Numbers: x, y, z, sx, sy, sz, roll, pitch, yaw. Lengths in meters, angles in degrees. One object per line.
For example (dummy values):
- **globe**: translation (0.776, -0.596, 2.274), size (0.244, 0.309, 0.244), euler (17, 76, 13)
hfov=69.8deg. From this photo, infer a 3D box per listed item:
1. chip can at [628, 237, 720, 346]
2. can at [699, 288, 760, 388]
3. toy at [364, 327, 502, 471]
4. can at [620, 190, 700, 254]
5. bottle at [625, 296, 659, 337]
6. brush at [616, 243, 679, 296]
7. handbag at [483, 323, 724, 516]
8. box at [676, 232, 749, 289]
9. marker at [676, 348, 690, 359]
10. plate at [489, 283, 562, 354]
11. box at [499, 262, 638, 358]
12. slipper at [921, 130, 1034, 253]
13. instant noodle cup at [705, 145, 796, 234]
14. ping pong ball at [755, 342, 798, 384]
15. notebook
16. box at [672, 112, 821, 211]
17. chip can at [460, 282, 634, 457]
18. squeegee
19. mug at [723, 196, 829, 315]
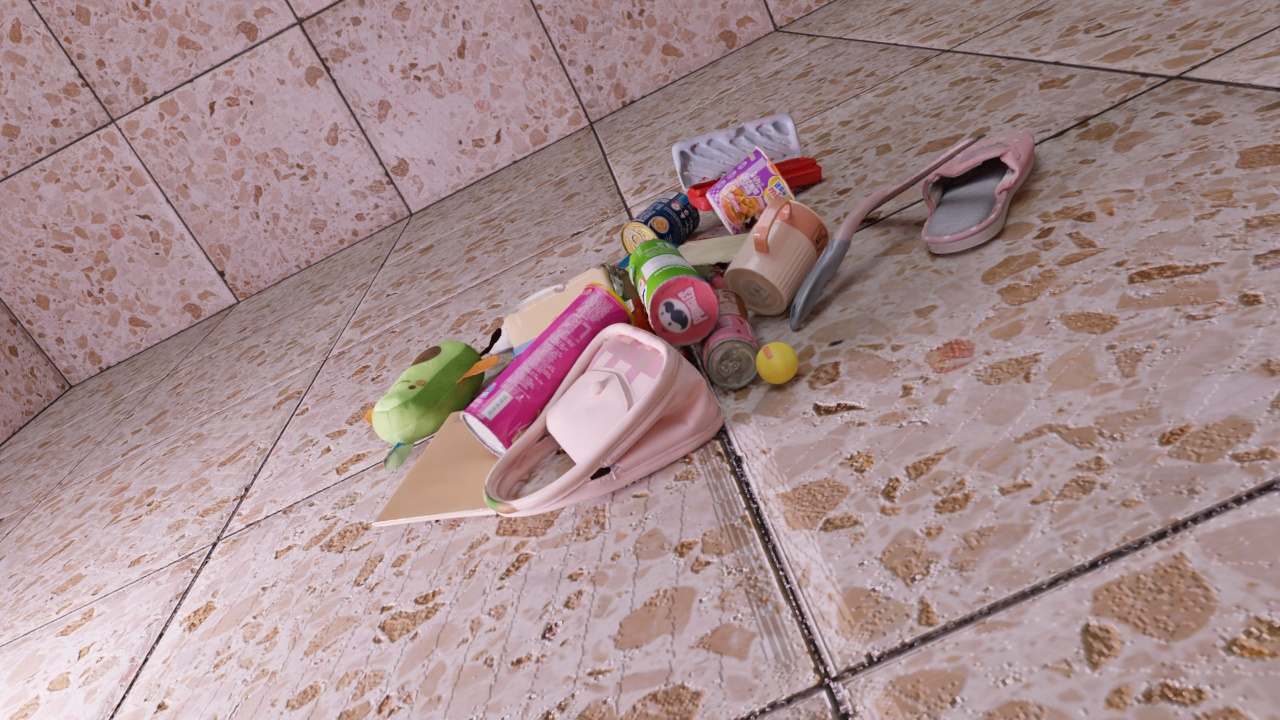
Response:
- **chip can**: translation (0.031, -0.082, 1.008), size (0.072, 0.072, 0.236), euler (-27, 18, 2)
- **can**: translation (0.090, -0.026, 0.962), size (0.058, 0.058, 0.147), euler (-23, 22, 10)
- **toy**: translation (-0.271, 0.037, 1.203), size (0.227, 0.090, 0.246), euler (-27, 16, 25)
- **can**: translation (0.032, -0.203, 1.404), size (0.075, 0.075, 0.110), euler (-4, 31, 45)
- **bottle**: translation (-0.074, -0.010, 1.117), size (0.206, 0.060, 0.059), euler (-26, 22, 5)
- **brush**: translation (0.007, -0.114, 1.236), size (0.143, 0.073, 0.055), euler (-33, 25, -14)
- **handbag**: translation (-0.052, 0.072, 0.899), size (0.234, 0.093, 0.193), euler (-39, 23, -8)
- **box**: translation (0.091, -0.118, 1.144), size (0.091, 0.076, 0.169), euler (-40, 24, -31)
- **marker**: translation (-0.006, 0.006, 1.060), size (0.145, 0.017, 0.017), euler (-12, 26, 33)
- **plate**: translation (-0.146, -0.073, 1.377), size (0.165, 0.034, 0.163), euler (-11, 27, 34)
- **box**: translation (-0.093, -0.058, 1.181), size (0.185, 0.060, 0.089), euler (-29, -14, 24)
- **slipper**: translation (0.376, -0.204, 1.032), size (0.114, 0.054, 0.273), euler (-10, 29, 38)
- **instant noodle cup**: translation (0.153, -0.229, 1.289), size (0.099, 0.111, 0.111), euler (-32, 21, 8)
- **ping pong ball**: translation (0.130, 0.002, 0.876), size (0.040, 0.040, 0.040), euler (-23, 22, 10)
- **notebook**: translation (-0.189, 0.107, 1.021), size (0.150, 0.012, 0.210), euler (-10, 27, 20)
- **box**: translation (0.159, -0.302, 1.384), size (0.201, 0.098, 0.118), euler (-17, 24, -9)
- **chip can**: translation (-0.100, 0.009, 1.003), size (0.210, 0.071, 0.071), euler (-47, 28, -21)
- **squeegee**: translation (0.229, -0.130, 1.004), size (0.249, 0.040, 0.248), euler (-49, 5, -19)
- **mug**: translation (0.149, -0.123, 1.017), size (0.082, 0.115, 0.105), euler (22, 63, 26)
